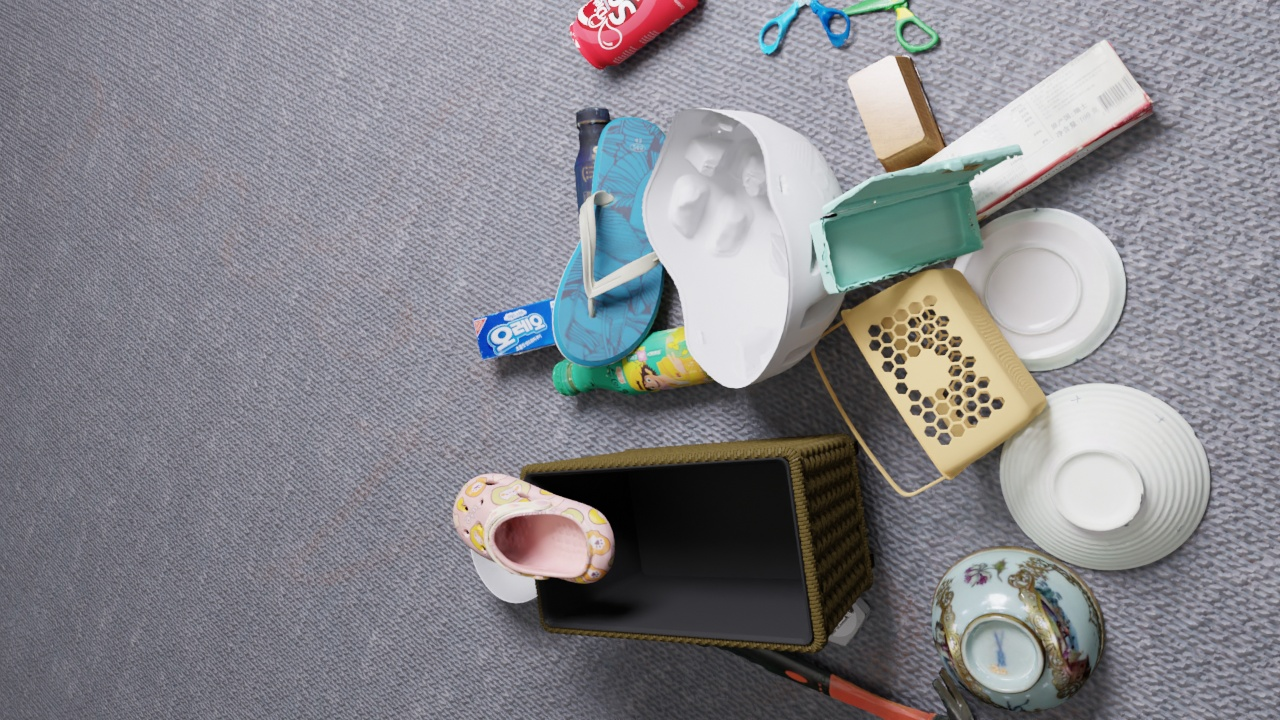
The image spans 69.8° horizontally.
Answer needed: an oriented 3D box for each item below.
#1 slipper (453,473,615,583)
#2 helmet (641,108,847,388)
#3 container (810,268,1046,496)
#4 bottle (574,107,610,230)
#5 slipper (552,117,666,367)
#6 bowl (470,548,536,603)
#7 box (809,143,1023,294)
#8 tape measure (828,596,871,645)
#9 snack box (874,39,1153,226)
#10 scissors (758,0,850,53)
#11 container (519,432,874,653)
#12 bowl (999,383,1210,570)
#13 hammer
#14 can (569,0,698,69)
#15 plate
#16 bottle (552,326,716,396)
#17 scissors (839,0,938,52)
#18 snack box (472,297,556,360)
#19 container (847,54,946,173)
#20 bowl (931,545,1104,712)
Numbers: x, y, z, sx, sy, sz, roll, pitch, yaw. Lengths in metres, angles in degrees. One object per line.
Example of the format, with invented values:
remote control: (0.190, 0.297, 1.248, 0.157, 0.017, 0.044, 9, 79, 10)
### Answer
slipper: (-0.119, 0.174, 0.902, 0.198, 0.081, 0.093, 10, 102, 32)
helmet: (0.107, -0.110, 0.895, 0.225, 0.183, 0.281, 104, 167, -46)
container: (0.265, 0.021, 0.877, 0.167, 0.129, 0.183, -37, 76, 30)
bottle: (-0.049, -0.215, 1.080, 0.056, 0.056, 0.161, -4, 92, 30)
slipper: (-0.019, -0.135, 1.020, 0.118, 0.060, 0.294, 12, 82, -14)
bowl: (-0.145, 0.235, 1.166, 0.132, 0.064, 0.132, 3, 95, 30)
box: (0.244, -0.122, 0.790, 0.110, 0.186, 0.078, -40, 70, 57)
tape measure: (0.212, 0.270, 0.991, 0.062, 0.020, 0.060, 44, 118, 21)
snack box: (0.334, -0.183, 0.873, 0.274, 0.044, 0.076, -35, 76, 28)
scissors: (0.178, -0.374, 0.962, 0.129, 0.014, 0.127, 37, 110, 27)
container: (0.071, 0.170, 0.941, 0.322, 0.204, 0.176, -8, 90, 36)
bowl: (0.416, 0.111, 0.833, 0.178, 0.070, 0.177, 3, 96, 29)
hammer: (0.193, 0.346, 0.994, 0.334, 0.033, 0.133, 15, 117, 31)
can: (-0.006, -0.394, 1.031, 0.143, 0.074, 0.074, -28, 80, 28)
plate: (0.374, -0.067, 0.875, 0.157, 0.014, 0.157, 3, 96, 30)
bottle: (-0.006, 0.006, 1.067, 0.210, 0.068, 0.068, -11, 88, 30)
scissors: (0.261, -0.369, 0.916, 0.122, 0.012, 0.127, -48, 70, 27)
snack box: (-0.100, -0.049, 1.123, 0.227, 0.059, 0.059, -13, 91, 30)
container: (0.249, -0.244, 0.905, 0.063, 0.061, 0.114, -22, 83, 29)
bowl: (0.349, 0.264, 0.870, 0.160, 0.093, 0.160, 3, 95, 30)
